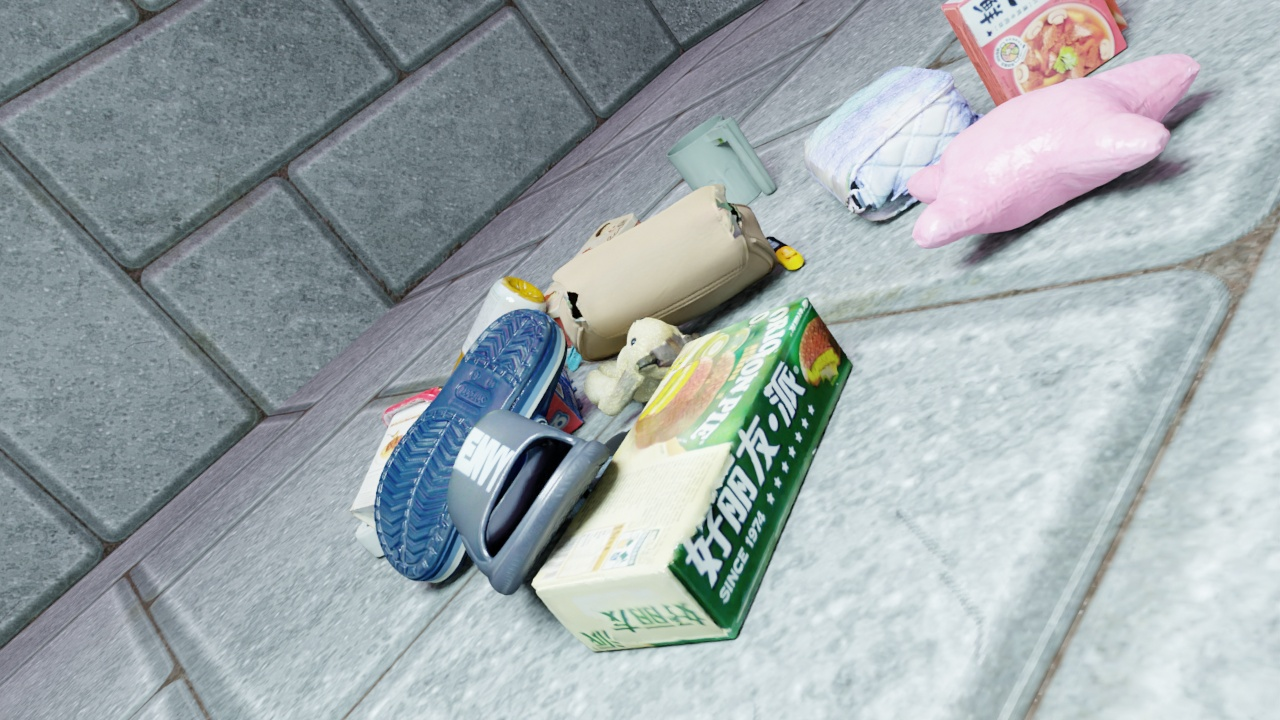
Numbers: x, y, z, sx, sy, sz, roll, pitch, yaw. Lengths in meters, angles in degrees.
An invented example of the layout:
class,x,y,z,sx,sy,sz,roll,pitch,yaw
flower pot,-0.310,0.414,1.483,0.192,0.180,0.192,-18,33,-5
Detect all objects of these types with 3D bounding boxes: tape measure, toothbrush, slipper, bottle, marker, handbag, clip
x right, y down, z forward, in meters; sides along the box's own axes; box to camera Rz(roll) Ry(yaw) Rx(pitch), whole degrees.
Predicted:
class,x,y,z,sx,sy,sz,roll,pitch,yaw
tape measure,-0.257,0.168,0.940,0.066,0.033,0.065,-27,19,37
toothbrush,0.038,0.023,0.756,0.189,0.014,0.017,-38,5,0
slipper,-0.138,0.074,0.803,0.105,0.095,0.252,13,70,39
bottle,-0.175,-0.005,1.073,0.190,0.068,0.068,-60,11,20
slipper,-0.096,0.091,0.633,0.110,0.083,0.268,-57,6,-14
marker,0.134,-0.106,0.883,0.018,0.015,0.123,-32,16,5
handbag,0.225,-0.199,0.839,0.134,0.075,0.193,-39,16,13
handbag,0.017,-0.081,0.831,0.204,0.099,0.148,-28,-12,3
clip,-0.068,-0.016,1.026,0.055,0.013,0.038,-65,14,10

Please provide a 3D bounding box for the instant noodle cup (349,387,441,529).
class,x,y,z,sx,sy,sz,roll,pitch,yaw
instant noodle cup,-0.201,0.108,0.873,0.117,0.116,0.124,-20,37,46

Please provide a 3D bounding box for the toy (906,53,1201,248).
class,x,y,z,sx,sy,sz,roll,pitch,yaw
toy,0.273,-0.146,0.618,0.195,0.074,0.178,-24,20,28

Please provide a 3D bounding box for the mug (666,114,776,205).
class,x,y,z,sx,sy,sz,roll,pitch,yaw
mug,0.104,-0.238,1.122,0.083,0.103,0.124,-44,20,-19

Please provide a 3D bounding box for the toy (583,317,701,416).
class,x,y,z,sx,sy,sz,roll,pitch,yaw
toy,-0.005,0.005,0.800,0.105,0.066,0.158,-30,0,-27

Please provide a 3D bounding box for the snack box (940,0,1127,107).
class,x,y,z,sx,sy,sz,roll,pitch,yaw
snack box,0.338,-0.287,0.767,0.127,0.113,0.044,-35,16,10

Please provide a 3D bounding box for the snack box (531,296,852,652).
class,x,y,z,sx,sy,sz,roll,pitch,yaw
snack box,0.040,0.064,0.568,0.115,0.063,0.239,-22,24,41

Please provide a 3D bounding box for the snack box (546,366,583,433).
class,x,y,z,sx,sy,sz,roll,pitch,yaw
snack box,-0.105,0.030,0.949,0.058,0.057,0.207,-40,18,2

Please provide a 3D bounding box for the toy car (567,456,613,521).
class,x,y,z,sx,sy,sz,roll,pitch,yaw
toy car,-0.027,0.092,0.682,0.106,0.031,0.048,-17,27,51

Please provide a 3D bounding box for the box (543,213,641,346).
class,x,y,z,sx,sy,sz,roll,pitch,yaw
box,-0.048,-0.091,1.122,0.168,0.079,0.091,-53,23,-22
